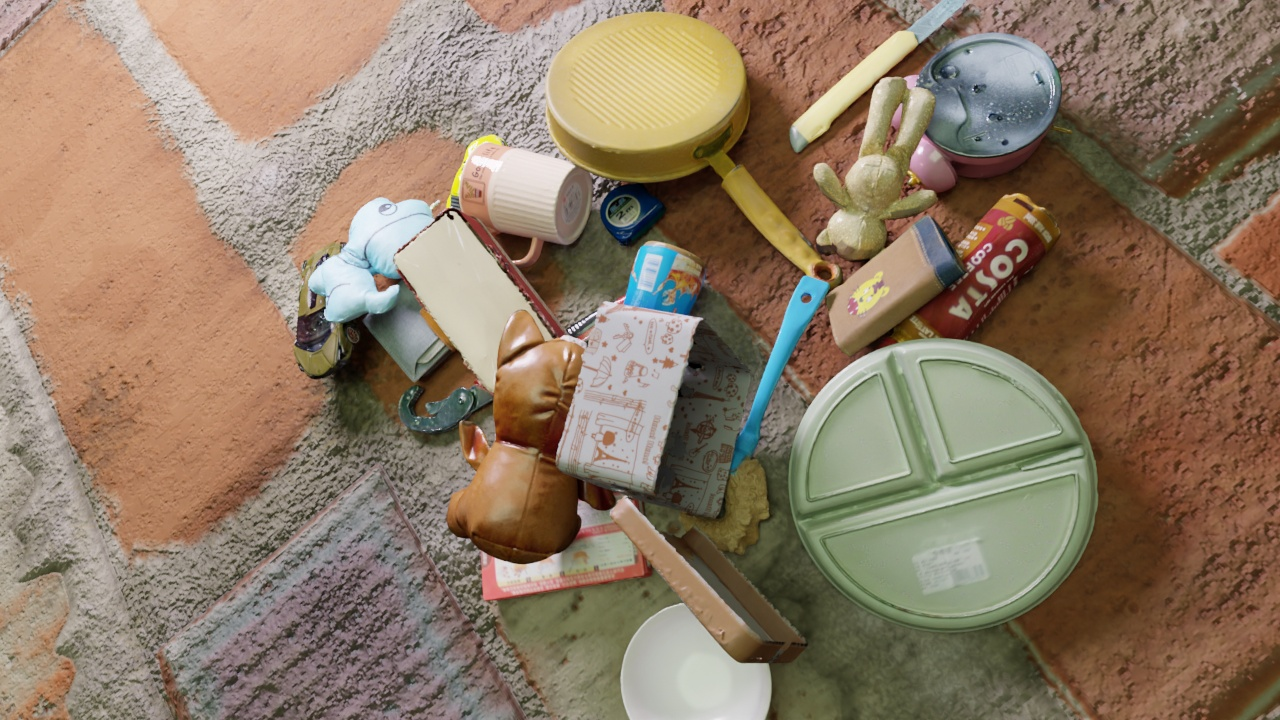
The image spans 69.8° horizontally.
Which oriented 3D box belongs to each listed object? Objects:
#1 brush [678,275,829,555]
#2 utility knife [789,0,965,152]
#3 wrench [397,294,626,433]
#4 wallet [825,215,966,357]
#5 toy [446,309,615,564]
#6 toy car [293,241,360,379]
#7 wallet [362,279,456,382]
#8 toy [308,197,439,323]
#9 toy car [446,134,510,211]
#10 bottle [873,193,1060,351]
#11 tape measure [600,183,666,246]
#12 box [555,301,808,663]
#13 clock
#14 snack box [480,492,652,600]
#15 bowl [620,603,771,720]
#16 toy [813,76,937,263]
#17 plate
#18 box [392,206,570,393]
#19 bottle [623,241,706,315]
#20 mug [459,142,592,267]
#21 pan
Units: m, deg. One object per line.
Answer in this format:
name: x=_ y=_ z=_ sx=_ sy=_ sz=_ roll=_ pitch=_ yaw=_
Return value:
brush: x=0.100 y=0.046 z=0.777 sx=0.083 sy=0.046 sz=0.254 roll=22 pitch=88 yaw=27
utility knife: x=0.216 y=-0.270 z=0.853 sx=0.205 sy=0.021 sz=0.031 roll=-42 pitch=69 yaw=10
wrench: x=-0.114 y=0.005 z=0.883 sx=0.274 sy=0.016 sz=0.056 roll=-24 pitch=73 yaw=11
wallet: x=0.205 y=-0.062 z=0.750 sx=0.115 sy=0.033 sz=0.090 roll=-41 pitch=23 yaw=26
toy: x=-0.080 y=0.066 z=0.761 sx=0.140 sy=0.130 sz=0.199 roll=14 pitch=97 yaw=-11
toy car: x=-0.321 y=-0.053 z=0.941 sx=0.070 sy=0.042 sz=0.158 roll=-23 pitch=56 yaw=20
wallet: x=-0.208 y=-0.053 z=0.921 sx=0.130 sy=0.037 sz=0.106 roll=-45 pitch=65 yaw=2
toy: x=-0.261 y=-0.109 z=0.922 sx=0.156 sy=0.050 sz=0.161 roll=-30 pitch=52 yaw=-14
toy car: x=-0.170 y=-0.188 z=0.952 sx=0.048 sy=0.032 sz=0.105 roll=14 pitch=77 yaw=22
bottle: x=0.263 y=-0.055 z=0.751 sx=0.175 sy=0.057 sz=0.057 roll=-47 pitch=66 yaw=0
tape measure: x=-0.010 y=-0.143 z=0.888 sx=0.058 sy=0.025 sz=0.054 roll=-42 pitch=64 yaw=-2
box: x=0.032 y=0.095 z=0.673 sx=0.134 sy=0.179 sz=0.270 roll=-20 pitch=68 yaw=14
clock: x=0.277 y=-0.209 z=0.793 sx=0.159 sy=0.060 sz=0.117 roll=-17 pitch=70 yaw=11
snack box: x=-0.069 y=0.165 z=0.814 sx=0.153 sy=0.025 sz=0.075 roll=-13 pitch=71 yaw=15
bowl: x=0.050 y=0.254 z=0.726 sx=0.118 sy=0.064 sz=0.118 roll=-6 pitch=72 yaw=17
toy: x=0.200 y=-0.158 z=0.776 sx=0.105 sy=0.066 sz=0.157 roll=17 pitch=108 yaw=2
plate: x=0.228 y=0.096 z=0.707 sx=0.230 sy=0.027 sz=0.230 roll=-1 pitch=88 yaw=17
box: x=-0.148 y=-0.052 z=0.841 sx=0.091 sy=0.076 sz=0.168 roll=-39 pitch=81 yaw=7
bottle: x=-0.005 y=0.005 z=0.818 sx=0.065 sy=0.065 sz=0.218 roll=18 pitch=86 yaw=22
mug: x=-0.115 y=-0.147 z=0.897 sx=0.106 sy=0.081 sz=0.114 roll=16 pitch=92 yaw=21
pan: x=0.057 y=-0.195 z=0.855 sx=0.197 sy=0.078 sz=0.357 roll=-37 pitch=63 yaw=-16
